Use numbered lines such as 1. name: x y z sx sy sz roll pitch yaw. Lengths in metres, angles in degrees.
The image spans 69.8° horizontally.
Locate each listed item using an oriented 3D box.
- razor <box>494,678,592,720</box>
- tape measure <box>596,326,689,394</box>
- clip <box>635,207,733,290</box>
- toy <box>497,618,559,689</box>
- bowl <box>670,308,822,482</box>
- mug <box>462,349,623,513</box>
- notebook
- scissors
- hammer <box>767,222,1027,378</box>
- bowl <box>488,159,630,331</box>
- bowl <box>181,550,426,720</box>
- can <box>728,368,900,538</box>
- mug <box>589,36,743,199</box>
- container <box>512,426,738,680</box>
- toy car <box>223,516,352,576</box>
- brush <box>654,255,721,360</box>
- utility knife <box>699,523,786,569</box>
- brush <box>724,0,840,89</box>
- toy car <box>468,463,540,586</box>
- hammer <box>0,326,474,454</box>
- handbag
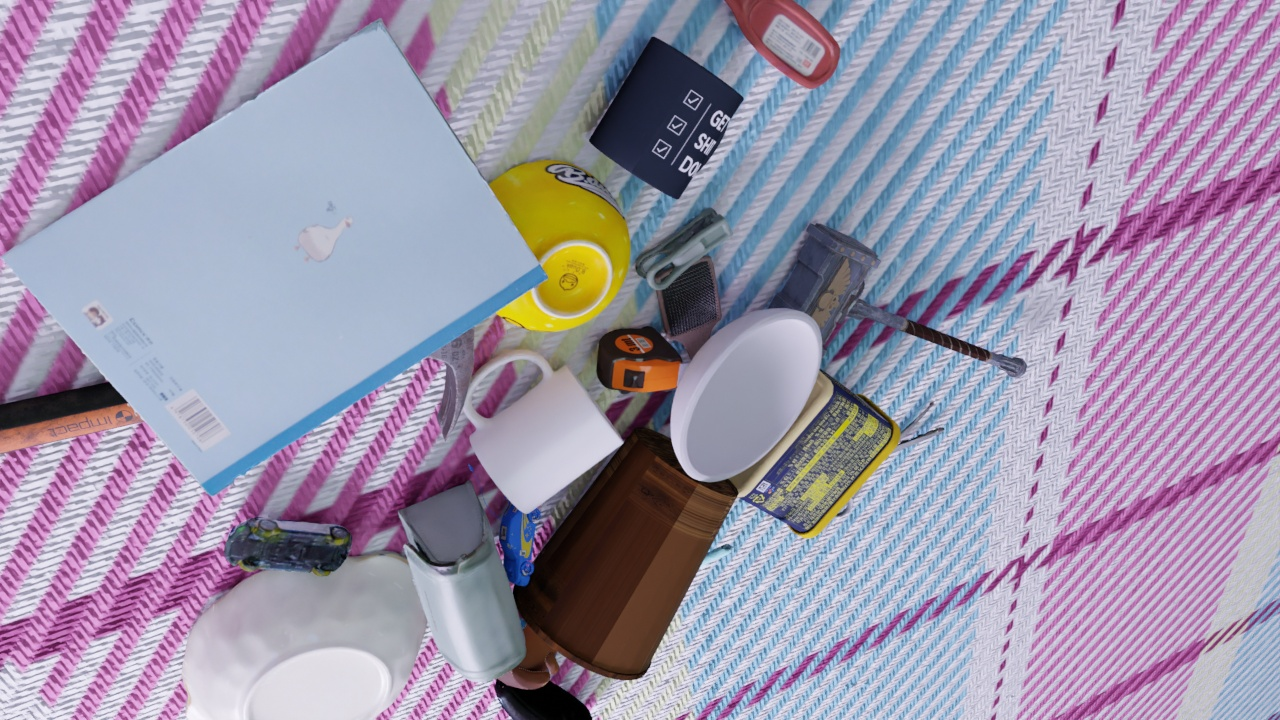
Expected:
1. razor: -0.095 0.338 0.879 0.064 0.052 0.140 -20 128 28
2. tape measure: -0.004 0.004 0.700 0.058 0.058 0.038 -11 125 -26
3. clip: 0.032 -0.082 0.683 0.076 0.042 0.023 -36 128 -2
4. toy: -0.107 0.237 0.815 0.103 0.071 0.090 44 81 -17
5. bowl: 0.072 0.020 0.700 0.149 0.043 0.150 -27 137 -29
6. mug: -0.081 0.045 0.687 0.090 0.074 0.110 -36 104 -2
7. notebook: -0.208 -0.054 0.546 0.253 0.009 0.181 -33 108 -2
8. scissors: 0.235 0.109 0.919 0.141 0.014 0.158 -3 121 -22
9. hammer: 0.250 -0.026 0.820 0.321 0.044 0.099 16 112 -34
10. bowl: -0.057 -0.069 0.621 0.117 0.067 0.117 -13 125 -19
11. bowl: -0.257 0.246 0.726 0.219 0.060 0.188 -39 130 0
12. can: 0.143 0.076 0.813 0.104 0.075 0.135 32 102 -35
13. mug: 0.025 -0.156 0.613 0.077 0.071 0.105 -56 154 14
14. container: -0.006 0.152 0.758 0.132 0.132 0.167 26 100 -36
15. toy car: -0.258 0.134 0.674 0.089 0.027 0.039 15 115 -34
16. brush: 0.046 -0.019 0.739 0.049 0.015 0.136 -22 128 -12
17. utility knife: 0.064 0.177 0.834 0.166 0.015 0.022 -32 164 27
18. brush: 0.067 -0.235 0.601 0.172 0.030 0.041 24 107 -37
19. toy car: -0.115 0.132 0.731 0.061 0.033 0.092 10 84 -32
20. hammer: -0.263 0.023 0.598 0.314 0.035 0.138 -14 125 -18
21. handbag: -0.137 0.168 0.702 0.067 0.106 0.122 -20 121 -17
